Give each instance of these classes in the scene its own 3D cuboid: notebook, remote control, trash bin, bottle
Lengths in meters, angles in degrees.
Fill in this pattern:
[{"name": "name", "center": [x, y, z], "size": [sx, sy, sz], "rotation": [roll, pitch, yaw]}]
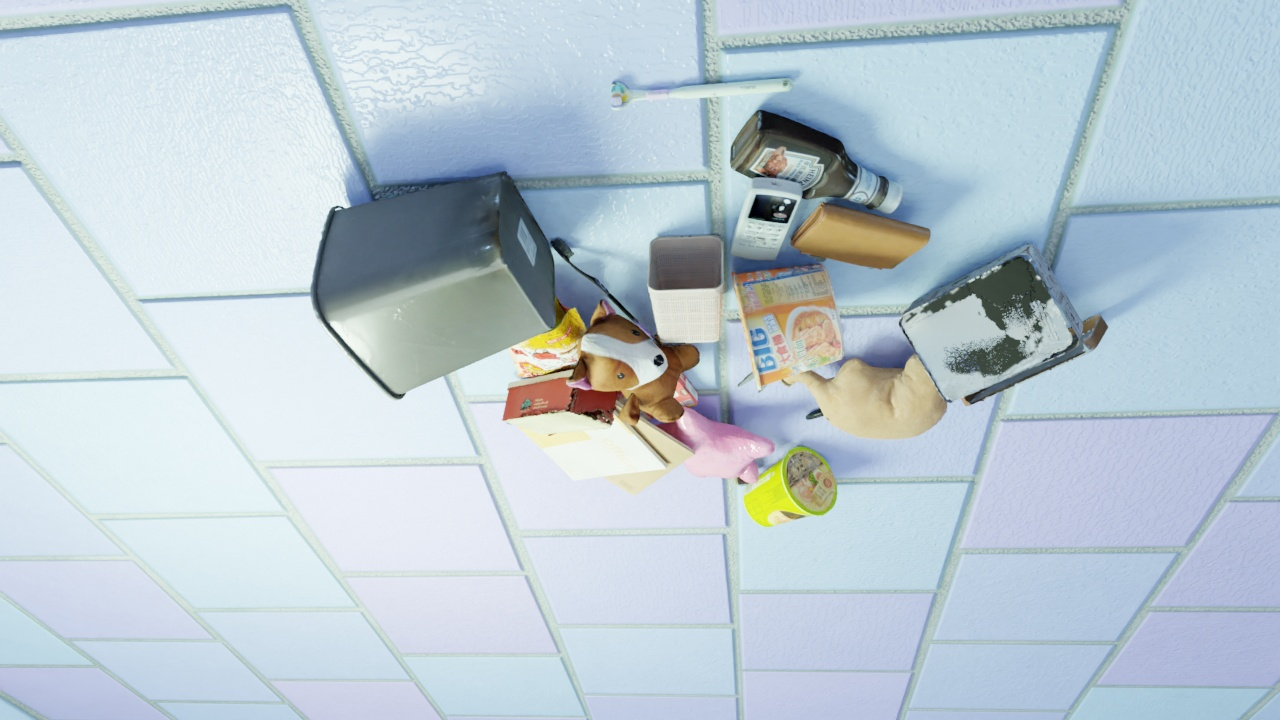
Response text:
[{"name": "notebook", "center": [-0.027, 0.137, 1.393], "size": [0.149, 0.012, 0.212], "rotation": [33, 145, -9]}, {"name": "notebook", "center": [-0.075, 0.129, 1.393], "size": [0.207, 0.010, 0.146], "rotation": [-13, 130, 42]}, {"name": "remote control", "center": [0.142, -0.159, 1.054], "size": [0.058, 0.021, 0.150], "rotation": [7, 157, -1]}, {"name": "trash bin", "center": [-0.229, -0.097, 1.071], "size": [0.220, 0.198, 0.199], "rotation": [-17, 138, 12]}, {"name": "bottle", "center": [0.197, -0.209, 1.006], "size": [0.194, 0.044, 0.080], "rotation": [17, 146, -17]}]

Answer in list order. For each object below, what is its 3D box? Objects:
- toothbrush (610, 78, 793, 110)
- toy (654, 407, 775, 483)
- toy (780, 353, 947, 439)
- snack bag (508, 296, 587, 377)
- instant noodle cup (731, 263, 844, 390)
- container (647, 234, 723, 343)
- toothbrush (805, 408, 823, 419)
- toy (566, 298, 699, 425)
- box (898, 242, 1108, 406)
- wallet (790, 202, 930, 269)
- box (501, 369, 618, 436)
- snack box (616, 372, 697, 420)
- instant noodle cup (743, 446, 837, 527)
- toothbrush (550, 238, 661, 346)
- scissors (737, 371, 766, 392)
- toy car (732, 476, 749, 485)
[{"name": "toothbrush", "center": [0.063, -0.280, 0.952], "size": [0.189, 0.029, 0.020], "rotation": [-2, -178, 5]}, {"name": "toy", "center": [0.095, 0.133, 1.384], "size": [0.194, 0.074, 0.179], "rotation": [19, 148, 0]}, {"name": "toy", "center": [0.308, 0.051, 1.266], "size": [0.226, 0.082, 0.143], "rotation": [-3, 121, 12]}, {"name": "snack bag", "center": [-0.122, -0.021, 1.228], "size": [0.128, 0.073, 0.208], "rotation": [-2, 154, 5]}, {"name": "instant noodle cup", "center": [0.181, -0.049, 1.126], "size": [0.111, 0.151, 0.151], "rotation": [-13, 138, 6]}, {"name": "container", "center": [0.059, -0.083, 1.132], "size": [0.090, 0.089, 0.111], "rotation": [-1, 142, 6]}, {"name": "toothbrush", "center": [0.320, 0.053, 1.327], "size": [0.181, 0.015, 0.018], "rotation": [-24, 127, 28]}, {"name": "toy", "center": [-0.007, 0.007, 1.197], "size": [0.131, 0.140, 0.199], "rotation": [2, 159, 44]}, {"name": "box", "center": [0.453, -0.050, 1.152], "size": [0.181, 0.204, 0.158], "rotation": [-33, 85, 36]}, {"name": "wallet", "center": [0.253, -0.141, 1.069], "size": [0.131, 0.031, 0.108], "rotation": [12, 163, -8]}, {"name": "box", "center": [-0.114, 0.070, 1.286], "size": [0.091, 0.077, 0.169], "rotation": [23, 158, -38]}, {"name": "snack box", "center": [0.001, 0.056, 1.347], "size": [0.153, 0.025, 0.075], "rotation": [-18, 135, 24]}, {"name": "instant noodle cup", "center": [0.230, 0.210, 1.458], "size": [0.111, 0.111, 0.124], "rotation": [24, 144, -22]}, {"name": "toothbrush", "center": [-0.040, -0.085, 1.139], "size": [0.189, 0.014, 0.017], "rotation": [43, 103, -5]}, {"name": "scissors", "center": [0.199, -0.006, 1.269], "size": [0.166, 0.014, 0.163], "rotation": [-9, 139, 16]}, {"name": "toy car", "center": [0.157, 0.161, 1.453], "size": [0.042, 0.035, 0.090], "rotation": [-8, 135, 11]}]
